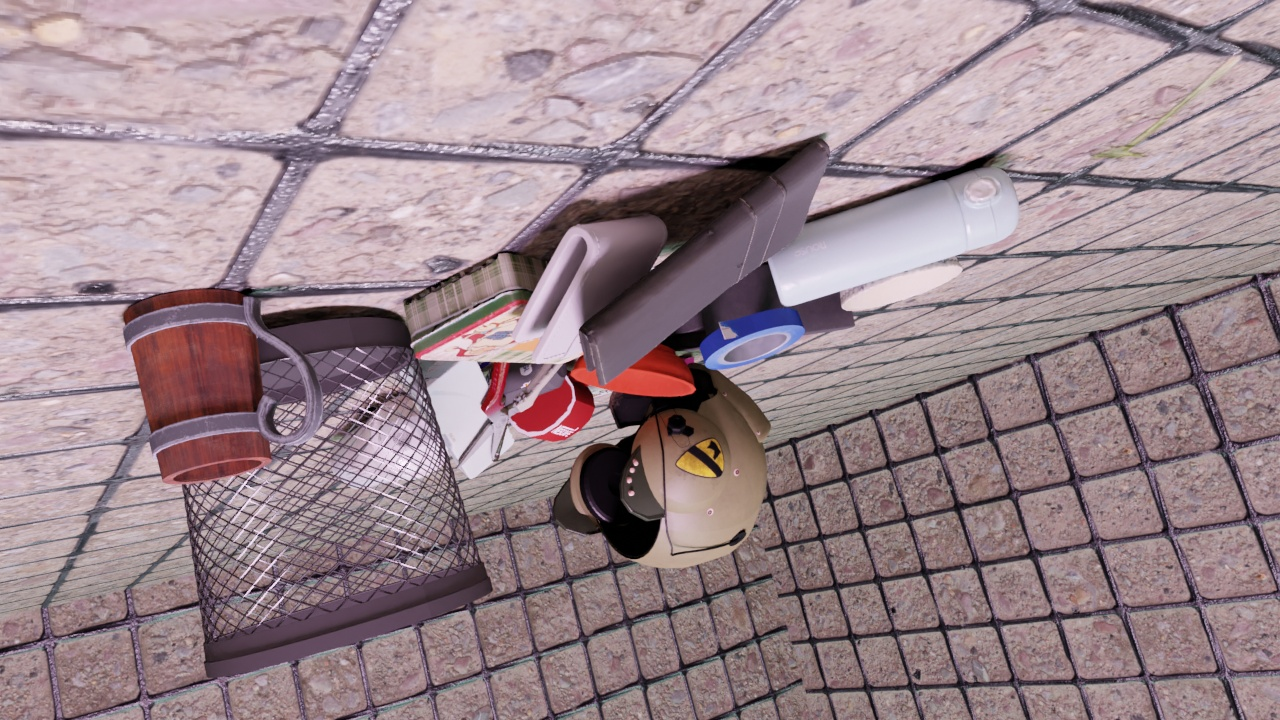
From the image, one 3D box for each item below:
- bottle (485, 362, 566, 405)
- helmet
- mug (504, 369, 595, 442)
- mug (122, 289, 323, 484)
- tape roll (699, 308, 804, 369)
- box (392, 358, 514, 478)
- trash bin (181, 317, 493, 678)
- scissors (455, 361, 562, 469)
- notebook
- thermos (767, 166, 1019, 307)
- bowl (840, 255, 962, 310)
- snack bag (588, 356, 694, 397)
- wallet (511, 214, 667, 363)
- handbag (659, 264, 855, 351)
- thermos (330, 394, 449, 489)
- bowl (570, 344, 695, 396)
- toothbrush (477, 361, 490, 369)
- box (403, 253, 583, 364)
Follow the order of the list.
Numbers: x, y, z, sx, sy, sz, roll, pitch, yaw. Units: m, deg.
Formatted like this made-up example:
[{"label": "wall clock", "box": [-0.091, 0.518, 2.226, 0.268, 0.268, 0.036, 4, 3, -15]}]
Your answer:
[{"label": "bottle", "box": [-0.134, 0.022, 1.000, 0.113, 0.047, 0.047, -20, 168, 21]}, {"label": "helmet", "box": [0.031, 0.108, 1.054, 0.232, 0.255, 0.251, -6, 167, -30]}, {"label": "mug", "box": [-0.094, 0.038, 1.069, 0.116, 0.080, 0.096, -39, 167, 3]}, {"label": "mug", "box": [-0.271, 0.014, 0.603, 0.117, 0.111, 0.081, -16, 169, 5]}, {"label": "tape roll", "box": [0.100, -0.018, 0.821, 0.091, 0.016, 0.093, -12, 162, -16]}, {"label": "box", "box": [-0.178, 0.050, 0.922, 0.083, 0.067, 0.199, -19, 150, -3]}, {"label": "trash bin", "box": [-0.252, 0.103, 0.733, 0.218, 0.227, 0.218, -15, 173, -2]}, {"label": "scissors", "box": [-0.121, 0.028, 0.919, 0.179, 0.015, 0.199, -36, 153, -20]}, {"label": "notebook", "box": [0.044, -0.063, 0.676, 0.209, 0.029, 0.169, -36, 171, -7]}, {"label": "thermos", "box": [0.212, -0.106, 0.783, 0.207, 0.065, 0.078, -17, 160, 10]}, {"label": "bowl", "box": [0.240, -0.096, 0.877, 0.115, 0.062, 0.115, -14, 169, -3]}, {"label": "snack bag", "box": [-0.020, 0.029, 1.272, 0.196, 0.016, 0.070, -15, 168, 1]}, {"label": "wallet", "box": [-0.028, -0.055, 0.674, 0.115, 0.037, 0.119, -20, 149, -51]}, {"label": "handbag", "box": [0.088, -0.039, 0.966, 0.175, 0.072, 0.196, -8, 173, -28]}, {"label": "thermos", "box": [-0.295, 0.099, 1.077, 0.099, 0.099, 0.221, -7, 171, -36]}, {"label": "bowl", "box": [-0.005, 0.005, 0.892, 0.122, 0.035, 0.122, 7, 168, 1]}, {"label": "toothbrush", "box": [-0.161, 0.000, 0.937, 0.016, 0.015, 0.187, -15, 170, -28]}, {"label": "box", "box": [-0.087, -0.037, 0.767, 0.118, 0.050, 0.205, -20, 169, 27]}]
